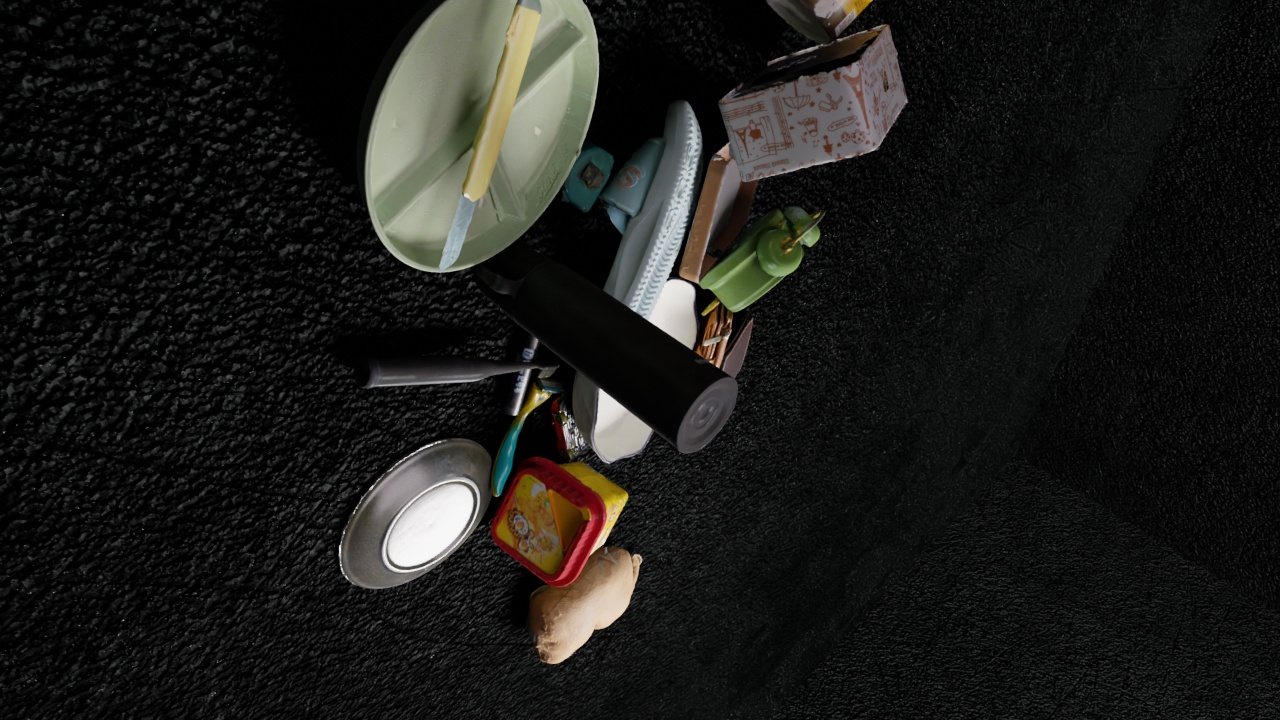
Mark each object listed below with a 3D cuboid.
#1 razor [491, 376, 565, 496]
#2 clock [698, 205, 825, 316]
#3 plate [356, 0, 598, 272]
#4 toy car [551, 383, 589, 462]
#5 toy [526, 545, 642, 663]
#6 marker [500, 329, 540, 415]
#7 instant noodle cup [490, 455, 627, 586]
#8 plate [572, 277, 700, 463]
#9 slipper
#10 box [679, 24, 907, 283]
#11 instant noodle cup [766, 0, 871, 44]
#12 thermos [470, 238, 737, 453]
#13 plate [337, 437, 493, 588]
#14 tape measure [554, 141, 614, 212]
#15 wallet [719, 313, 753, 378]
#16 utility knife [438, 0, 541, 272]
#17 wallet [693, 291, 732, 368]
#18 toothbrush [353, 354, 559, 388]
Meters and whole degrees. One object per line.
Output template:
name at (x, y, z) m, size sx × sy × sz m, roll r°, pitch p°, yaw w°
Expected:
razor at (-0.122, 0.077, 0.927) m, size 0.132 × 0.028 × 0.043 m, roll -63°, pitch 156°, yaw 8°
clock at (0.130, -0.112, 0.975) m, size 0.162 × 0.056 × 0.115 m, roll -35°, pitch -170°, yaw 41°
plate at (-0.113, -0.170, 0.665) m, size 0.229 × 0.027 × 0.231 m, roll -44°, pitch 154°, yaw -29°
toy car at (-0.072, 0.063, 0.981) m, size 0.049 × 0.031 × 0.106 m, roll -42°, pitch 148°, yaw -28°
toy at (-0.056, 0.304, 1.212) m, size 0.225 × 0.082 × 0.144 m, roll -26°, pitch 145°, yaw -44°
marker at (-0.108, -0.007, 0.873) m, size 0.022 × 0.020 × 0.132 m, roll -60°, pitch 170°, yaw -66°
instant noodle cup at (-0.082, 0.168, 1.008) m, size 0.116 × 0.116 × 0.123 m, roll -63°, pitch 161°, yaw 14°
plate at (-0.006, 0.006, 0.967) m, size 0.204 × 0.045 × 0.205 m, roll -47°, pitch 150°, yaw -40°
slipper at (-0.004, -0.120, 0.843) m, size 0.104 × 0.074 × 0.245 m, roll 44°, pitch 66°, yaw -74°
box at (0.128, -0.206, 0.880) m, size 0.272 × 0.132 × 0.178 m, roll -42°, pitch -174°, yaw 37°
instant noodle cup at (0.172, -0.358, 0.819) m, size 0.114 × 0.118 × 0.118 m, roll -51°, pitch 151°, yaw 9°
thermos at (-0.041, -0.019, 0.729) m, size 0.089 × 0.242 × 0.068 m, roll 1°, pitch 119°, yaw -56°
plate at (-0.208, 0.155, 0.892) m, size 0.179 × 0.024 × 0.180 m, roll -36°, pitch 146°, yaw -30°
tape measure at (-0.049, -0.160, 0.792) m, size 0.058 × 0.025 × 0.054 m, roll -59°, pitch 151°, yaw 7°
wallet at (0.109, 0.006, 1.148) m, size 0.122 × 0.020 × 0.096 m, roll -50°, pitch 158°, yaw -56°
utility knife at (-0.105, -0.155, 0.640) m, size 0.030 × 0.021 × 0.208 m, roll -12°, pitch 124°, yaw -58°
wallet at (0.081, -0.014, 1.068) m, size 0.118 × 0.035 × 0.131 m, roll -73°, pitch 178°, yaw -57°
toothbrush at (-0.151, 0.008, 0.803) m, size 0.212 × 0.026 × 0.027 m, roll -1°, pitch 128°, yaw -49°
